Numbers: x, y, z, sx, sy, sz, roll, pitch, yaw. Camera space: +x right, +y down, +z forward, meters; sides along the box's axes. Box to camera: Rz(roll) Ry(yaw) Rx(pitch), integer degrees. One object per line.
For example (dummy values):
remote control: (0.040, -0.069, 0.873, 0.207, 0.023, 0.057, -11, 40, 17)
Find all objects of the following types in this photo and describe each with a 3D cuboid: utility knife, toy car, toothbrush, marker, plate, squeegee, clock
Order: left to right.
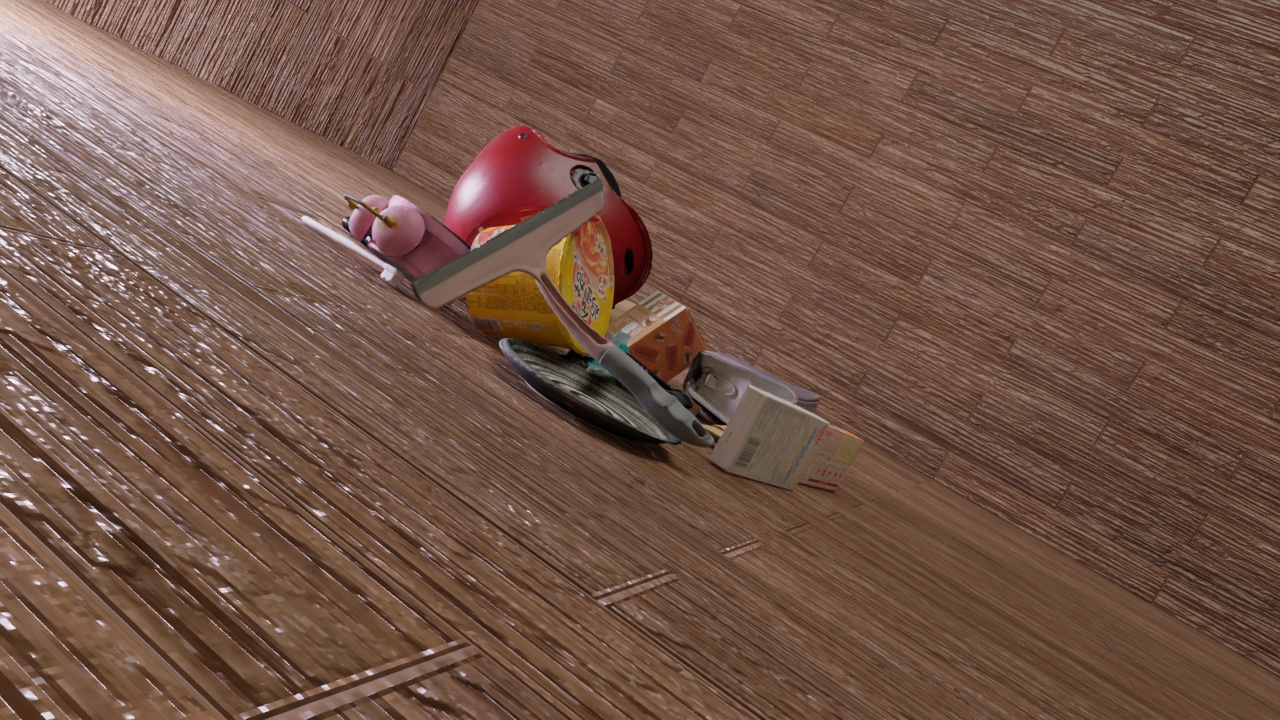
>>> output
toothbrush: (-0.298, -0.114, 0.935, 0.180, 0.016, 0.016, 29, -10, 34)
marker: (-0.319, -0.142, 1.071, 0.132, 0.020, 0.022, 33, -23, 48)
clock: (-0.227, -0.116, 0.910, 0.117, 0.059, 0.158, 28, -12, 46)
plate: (-0.046, 0.033, 0.794, 0.179, 0.024, 0.179, 30, 5, -3)
toy car: (-0.039, 0.016, 0.906, 0.091, 0.036, 0.043, 18, 13, -10)
squeegee: (-0.031, -0.015, 0.778, 0.249, 0.040, 0.246, 47, 45, 3)
utility knife: (-0.028, -0.011, 0.922, 0.029, 0.013, 0.216, 16, 12, 1)
toothbrush: (-0.006, 0.006, 0.993, 0.017, 0.014, 0.189, 2, 25, -41)

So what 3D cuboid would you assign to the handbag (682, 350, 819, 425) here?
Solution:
handbag: (0.147, 0.054, 1.222, 0.145, 0.098, 0.196, 32, 7, 18)

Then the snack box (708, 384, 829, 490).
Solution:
snack box: (0.135, 0.082, 0.936, 0.027, 0.085, 0.156, 31, 5, 36)

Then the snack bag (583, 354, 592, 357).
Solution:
snack bag: (-0.082, -0.031, 1.167, 0.110, 0.039, 0.191, 39, 4, -9)

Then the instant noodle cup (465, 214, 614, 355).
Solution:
instant noodle cup: (-0.099, -0.076, 0.899, 0.110, 0.138, 0.138, 4, -4, 19)

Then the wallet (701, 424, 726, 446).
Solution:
wallet: (0.113, 0.097, 1.025, 0.087, 0.024, 0.115, 31, 6, 35)

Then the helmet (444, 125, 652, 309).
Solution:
helmet: (-0.117, -0.124, 1.028, 0.240, 0.208, 0.143, 32, 42, 2)

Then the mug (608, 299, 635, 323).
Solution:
mug: (-0.024, -0.037, 1.378, 0.103, 0.084, 0.124, 26, 32, -15)

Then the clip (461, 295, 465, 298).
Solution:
clip: (-0.246, -0.112, 1.091, 0.092, 0.035, 0.103, 29, 11, -46)

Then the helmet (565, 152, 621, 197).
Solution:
helmet: (-0.147, -0.177, 1.297, 0.275, 0.230, 0.233, 7, -13, 41)

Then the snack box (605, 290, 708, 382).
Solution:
snack box: (0.020, -0.027, 1.214, 0.077, 0.094, 0.093, 60, -11, -28)

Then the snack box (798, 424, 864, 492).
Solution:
snack box: (0.220, 0.116, 1.117, 0.027, 0.077, 0.155, 32, 6, 34)

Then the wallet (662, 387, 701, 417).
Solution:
wallet: (0.003, 0.038, 0.979, 0.124, 0.032, 0.101, 29, 7, 6)
